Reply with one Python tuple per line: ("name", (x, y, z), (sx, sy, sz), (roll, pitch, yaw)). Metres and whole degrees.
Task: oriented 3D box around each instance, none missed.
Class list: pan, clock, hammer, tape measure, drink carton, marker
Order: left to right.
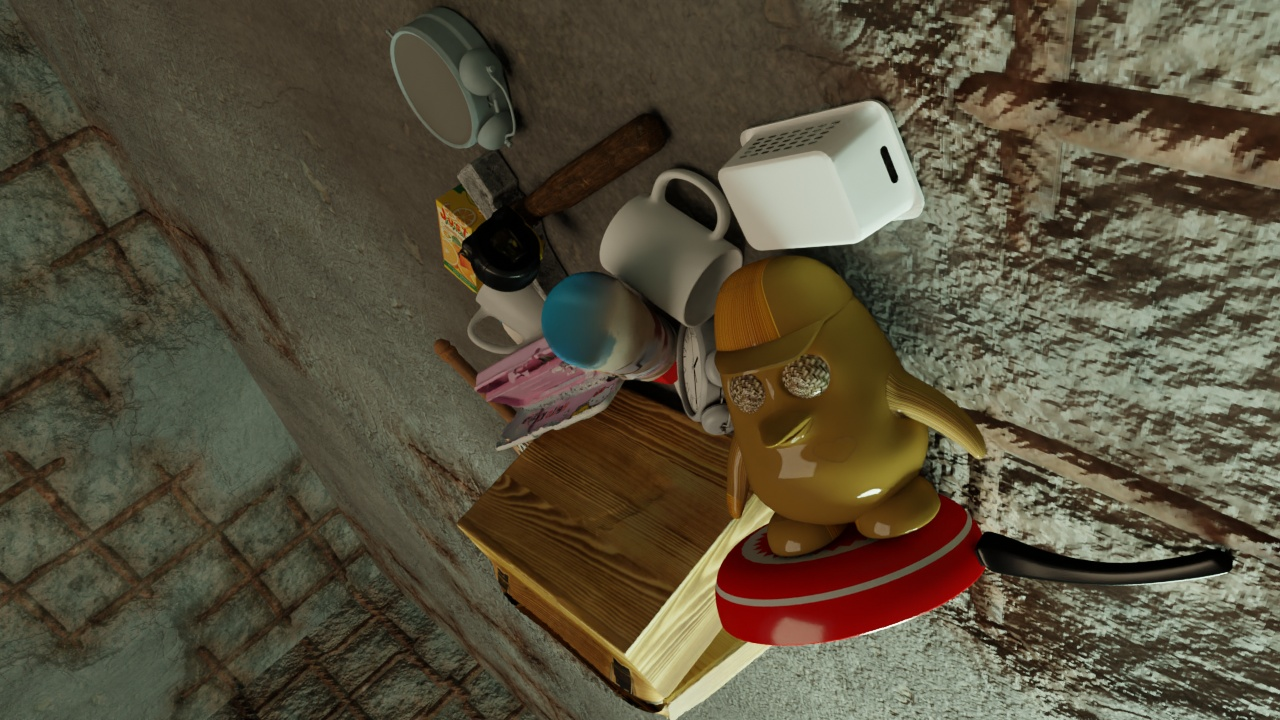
("clock", (-0.169, -0.253, 0.845), (0.159, 0.045, 0.123), (34, 150, 32))
("drink carton", (-0.191, -0.138, 1.031), (0.058, 0.041, 0.123), (40, 151, 18))
("tape measure", (-0.127, -0.103, 0.868), (0.072, 0.071, 0.042), (40, 148, 4))
("hammer", (-0.140, 0.087, 1.126), (0.317, 0.082, 0.163), (49, 157, -24))
("hammer", (-0.044, -0.125, 0.832), (0.218, 0.037, 0.301), (56, 152, -12))
("marker", (-0.006, 0.006, 0.943), (0.145, 0.021, 0.023), (10, 98, 60))
("clock", (0.059, 0.011, 0.770), (0.122, 0.035, 0.095), (-112, 21, -61))
("pan", (0.215, 0.141, 0.666), (0.357, 0.208, 0.067), (-16, 93, 35))

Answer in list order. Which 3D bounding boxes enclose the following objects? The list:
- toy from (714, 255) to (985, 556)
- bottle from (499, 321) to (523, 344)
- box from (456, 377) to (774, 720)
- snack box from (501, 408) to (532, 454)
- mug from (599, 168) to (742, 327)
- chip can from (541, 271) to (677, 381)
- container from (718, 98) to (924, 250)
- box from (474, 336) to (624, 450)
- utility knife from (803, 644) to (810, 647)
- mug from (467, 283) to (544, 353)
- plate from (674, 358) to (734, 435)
("toy", (0.121, 0.024, 0.657), (0.199, 0.162, 0.203), (-19, 100, 29))
("bottle", (-0.126, -0.040, 1.047), (0.146, 0.051, 0.051), (47, 153, 5))
("box", (0.000, 0.204, 0.942), (0.279, 0.256, 0.215), (24, 152, 43))
("snack box", (-0.129, 0.142, 1.303), (0.151, 0.034, 0.087), (51, 153, -4))
("mug", (0.030, -0.096, 0.732), (0.090, 0.073, 0.111), (37, 125, 24))
("chip can", (-0.018, -0.022, 0.769), (0.080, 0.080, 0.229), (45, -176, 9))
("container", (0.109, -0.114, 0.599), (0.129, 0.049, 0.081), (5, 129, 55))
("box", (-0.094, 0.038, 0.961), (0.088, 0.095, 0.203), (16, 153, -37))
("utility knife", (0.177, 0.281, 1.042), (0.031, 0.015, 0.174), (29, 147, 40))
("mug", (-0.131, -0.049, 0.985), (0.089, 0.107, 0.071), (40, 167, 1))
("plate", (0.083, 0.037, 0.874), (0.134, 0.011, 0.135), (36, 150, 24))
